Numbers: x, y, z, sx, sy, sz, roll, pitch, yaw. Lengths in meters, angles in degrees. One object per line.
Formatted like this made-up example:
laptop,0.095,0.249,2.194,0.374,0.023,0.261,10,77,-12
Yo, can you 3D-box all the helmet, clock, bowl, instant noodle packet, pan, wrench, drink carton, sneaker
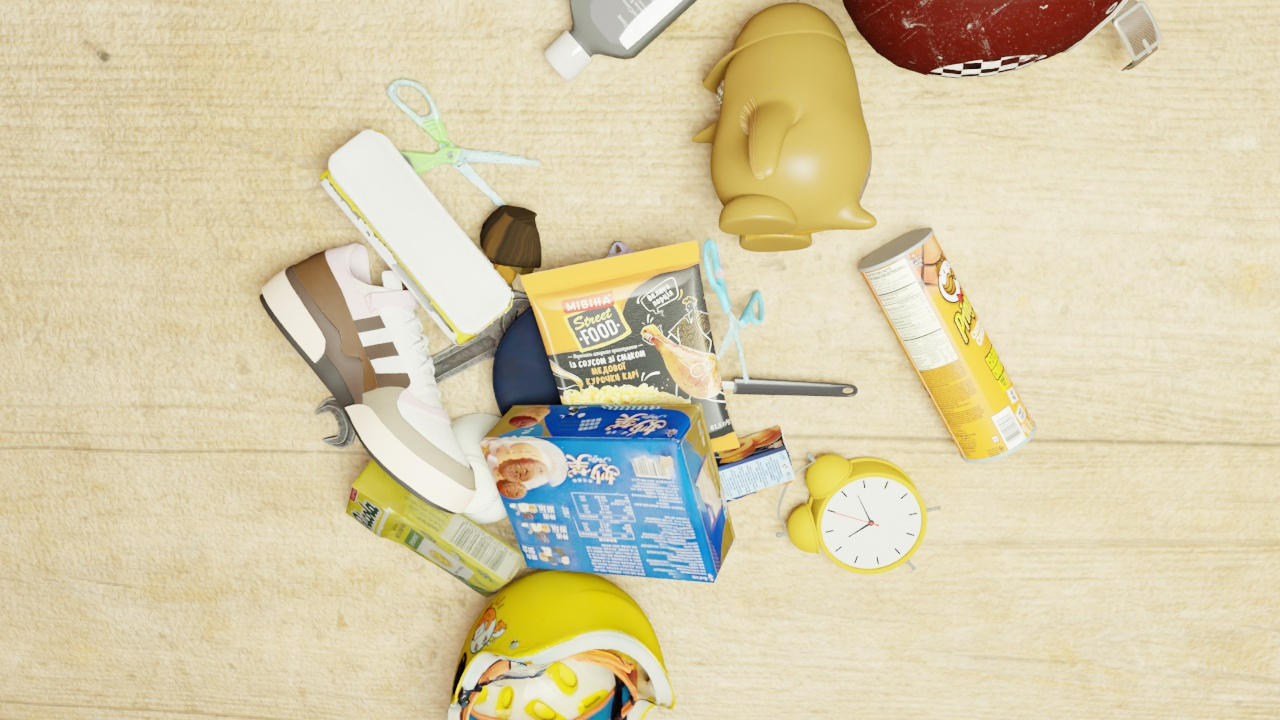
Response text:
helmet,0.265,-0.318,0.689,0.234,0.253,0.233,-14,96,17
clock,0.214,0.153,0.920,0.152,0.052,0.114,17,104,-4
helmet,-0.091,0.303,0.927,0.209,0.139,0.241,27,121,-28
bowl,-0.166,0.116,0.928,0.113,0.063,0.113,1,103,4
instant noodle packet,-0.006,0.005,0.859,0.160,0.032,0.221,-11,118,7
pan,0.034,0.022,0.899,0.356,0.021,0.199,2,118,-1
wrench,-0.215,0.014,0.933,0.273,0.010,0.070,-27,100,10
drink carton,0.085,0.111,0.909,0.130,0.064,0.040,-19,103,8
sneaker,-0.227,0.006,0.868,0.116,0.112,0.294,-40,75,-1

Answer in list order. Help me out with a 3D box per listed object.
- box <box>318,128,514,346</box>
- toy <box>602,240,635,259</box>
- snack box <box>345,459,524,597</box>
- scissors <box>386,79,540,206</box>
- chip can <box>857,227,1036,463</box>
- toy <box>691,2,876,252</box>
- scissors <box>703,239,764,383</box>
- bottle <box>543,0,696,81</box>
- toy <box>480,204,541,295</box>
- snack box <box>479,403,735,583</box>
box,-0.211,-0.111,0.872,0.079,0.080,0.209,-39,94,-9
toy,-0.012,-0.059,0.890,0.099,0.036,0.080,45,111,-8
snack box,-0.208,0.175,0.918,0.181,0.121,0.045,34,61,-6
scissors,-0.185,-0.192,0.883,0.170,0.028,0.139,43,101,-3
chip can,0.288,-0.013,0.862,0.075,0.075,0.215,-30,100,10
toy,0.121,-0.207,0.797,0.163,0.198,0.203,-2,84,21
scissors,0.088,-0.048,0.846,0.015,0.135,0.135,-5,99,31
bottle,-0.013,-0.322,0.821,0.174,0.046,0.084,-41,98,11
toy,-0.127,-0.098,0.881,0.076,0.062,0.100,37,121,27
snack box,-0.029,0.121,0.858,0.203,0.069,0.155,-2,119,27
